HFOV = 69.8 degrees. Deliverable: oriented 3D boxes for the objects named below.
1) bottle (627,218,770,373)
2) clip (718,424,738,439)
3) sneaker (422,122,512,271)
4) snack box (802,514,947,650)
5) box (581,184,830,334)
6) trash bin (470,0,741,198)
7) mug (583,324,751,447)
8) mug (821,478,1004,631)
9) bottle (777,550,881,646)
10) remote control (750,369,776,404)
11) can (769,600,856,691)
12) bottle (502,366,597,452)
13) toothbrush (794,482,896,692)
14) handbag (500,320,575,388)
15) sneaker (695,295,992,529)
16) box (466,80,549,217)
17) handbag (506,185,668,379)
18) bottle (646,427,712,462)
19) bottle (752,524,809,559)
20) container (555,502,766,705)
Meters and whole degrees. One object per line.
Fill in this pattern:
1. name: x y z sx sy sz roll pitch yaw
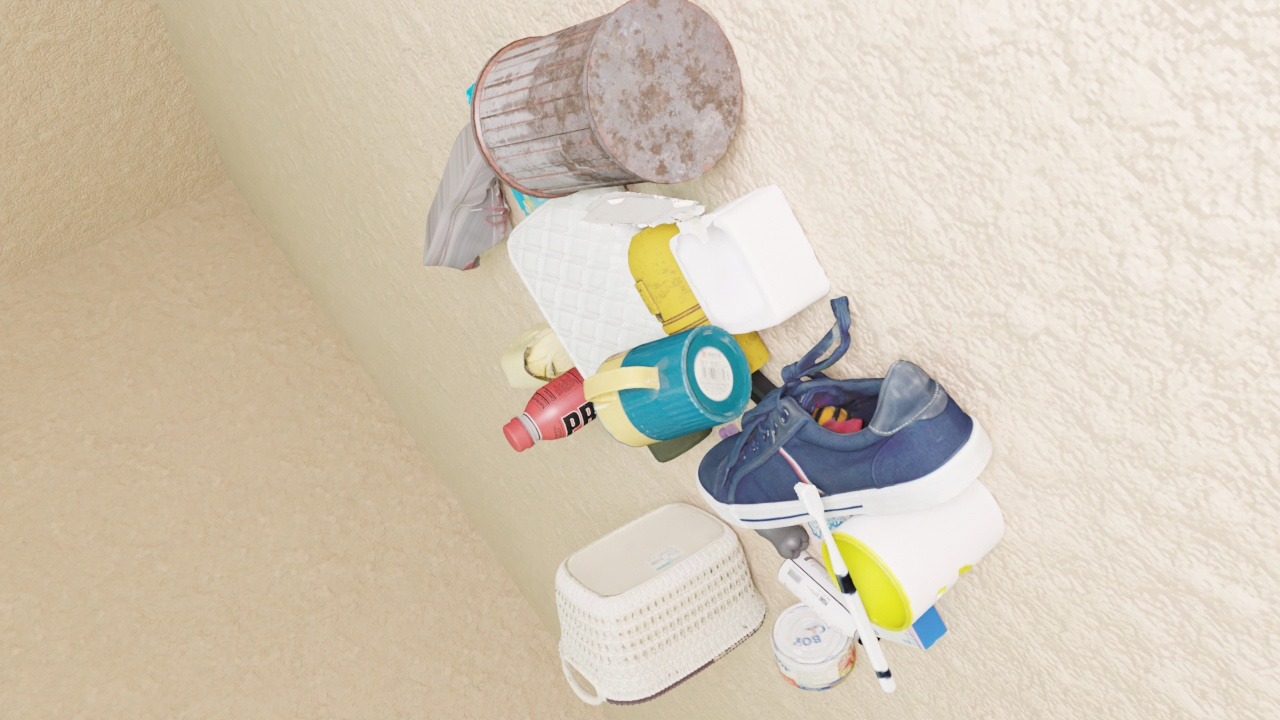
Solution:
1. bottle: 0.041 -0.057 0.789 0.164 0.071 0.071 60 158 -6
2. clip: 0.100 0.089 0.942 0.051 0.013 0.033 55 160 -2
3. sneaker: -0.192 -0.190 1.105 0.237 0.089 0.099 -49 40 49
4. snack box: 0.203 0.182 0.823 0.154 0.033 0.088 60 157 -6
5. box: 0.050 -0.094 0.694 0.189 0.101 0.112 40 161 -14
6. trash bin: -0.036 -0.191 0.693 0.211 0.130 0.131 14 132 58
7. mug: 0.014 0.021 0.730 0.107 0.113 0.083 -17 74 47
8. mug: 0.198 0.132 0.668 0.082 0.106 0.083 45 156 27
9. bottle: 0.191 0.241 0.918 0.116 0.041 0.041 40 153 37
10. remote control: 0.127 0.048 0.823 0.147 0.015 0.033 46 156 27
11. can: 0.180 0.295 0.956 0.086 0.086 0.043 33 148 46
12. bottle: -0.071 0.042 1.015 0.062 0.176 0.062 46 156 27
13. toothbrush: 0.148 0.164 0.656 0.187 0.012 0.017 65 170 -19
14. handbag: -0.101 -0.010 1.098 0.119 0.111 0.081 -3 109 65
15. sneaker: 0.118 0.047 0.705 0.127 0.120 0.295 50 151 -10
16. box: -0.108 -0.192 0.961 0.227 0.039 0.094 63 157 -13
17. handbag: -0.028 -0.075 0.880 0.139 0.072 0.195 -30 93 37
18. bottle: -0.006 0.006 0.971 0.207 0.071 0.072 57 158 0
19. bottle: 0.126 0.159 0.948 0.110 0.036 0.036 42 154 34
20. container: 0.018 0.279 1.085 0.185 0.251 0.143 22 130 53
